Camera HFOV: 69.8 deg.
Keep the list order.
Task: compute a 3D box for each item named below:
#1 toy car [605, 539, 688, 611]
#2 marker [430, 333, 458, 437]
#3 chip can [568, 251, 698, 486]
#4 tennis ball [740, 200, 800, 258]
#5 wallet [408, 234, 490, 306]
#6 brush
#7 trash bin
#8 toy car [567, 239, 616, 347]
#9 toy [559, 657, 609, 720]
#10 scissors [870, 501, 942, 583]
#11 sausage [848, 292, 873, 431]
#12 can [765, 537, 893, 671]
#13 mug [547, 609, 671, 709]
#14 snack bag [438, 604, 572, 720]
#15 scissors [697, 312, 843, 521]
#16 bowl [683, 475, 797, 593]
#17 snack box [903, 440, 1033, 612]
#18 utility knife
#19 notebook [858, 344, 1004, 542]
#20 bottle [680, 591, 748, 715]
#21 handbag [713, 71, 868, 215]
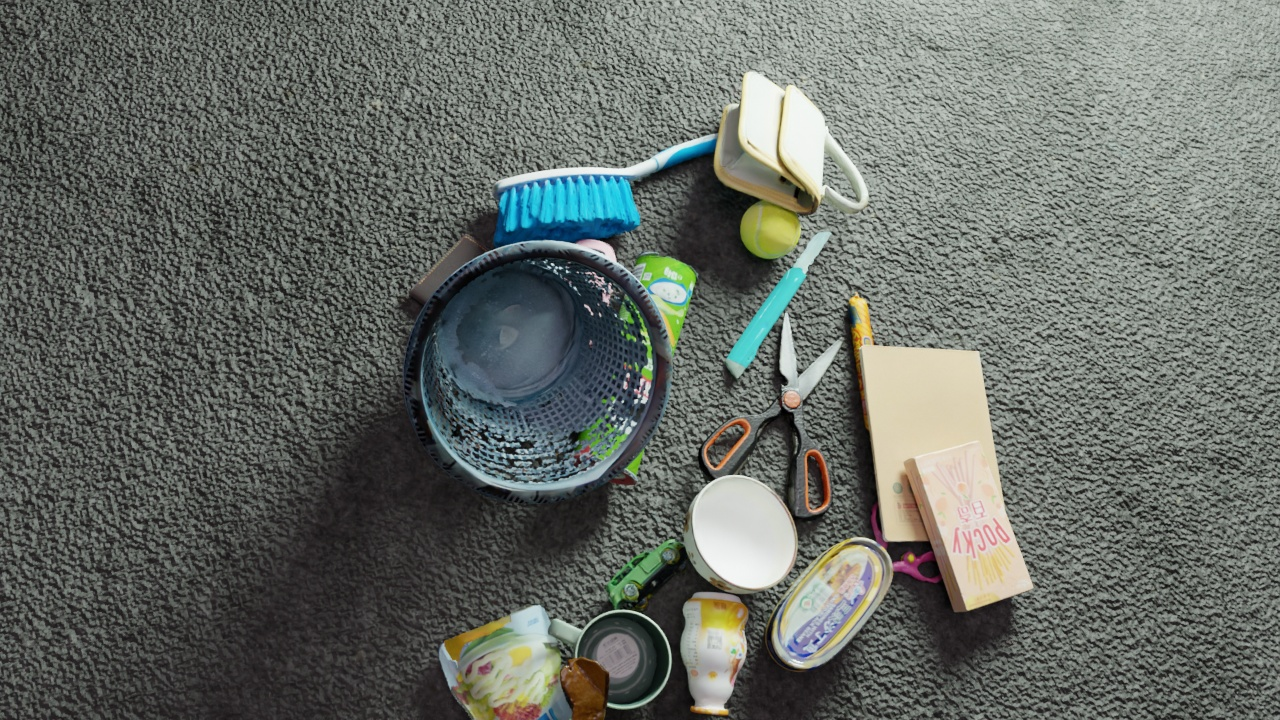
[{"bbox_3d":[0.007,0.208,0.890,0.091,0.043,0.036,-37,56,-8],"label":"toy car"},{"bbox_3d":[-0.209,0.017,0.945,0.022,0.020,0.132,-5,72,-25],"label":"marker"},{"bbox_3d":[-0.006,0.005,0.941,0.072,0.072,0.235,17,71,0],"label":"chip can"},{"bbox_3d":[0.142,-0.144,1.007,0.065,0.065,0.065,2,72,-5],"label":"tennis ball"},{"bbox_3d":[-0.169,-0.070,0.978,0.122,0.020,0.096,36,67,8],"label":"wallet"},{"bbox_3d":[-0.013,-0.194,1.018,0.314,0.061,0.109,-8,69,-11],"label":"brush"},{"bbox_3d":[-0.105,-0.009,0.849,0.226,0.195,0.227,-4,105,-15],"label":"trash bin"},{"bbox_3d":[-0.058,-0.073,0.980,0.056,0.037,0.122,9,72,-1],"label":"toy car"},{"bbox_3d":[-0.068,0.369,0.762,0.227,0.090,0.247,35,102,-22],"label":"toy"},{"bbox_3d":[0.245,0.198,0.932,0.133,0.017,0.128,-9,75,-6],"label":"scissors"},{"bbox_3d":[0.244,0.003,0.992,0.021,0.021,0.165,-2,72,-6],"label":"sausage"},{"bbox_3d":[0.182,0.235,0.888,0.074,0.049,0.148,42,78,13],"label":"can"},{"bbox_3d":[-0.032,0.266,0.834,0.112,0.106,0.082,24,72,2],"label":"mug"},{"bbox_3d":[-0.108,0.332,0.843,0.110,0.039,0.191,-18,78,-16],"label":"snack bag"},{"bbox_3d":[0.154,0.066,0.966,0.220,0.022,0.222,-27,78,-19],"label":"scissors"},{"bbox_3d":[0.088,0.175,0.891,0.113,0.062,0.113,12,57,-20],"label":"bowl"},{"bbox_3d":[0.329,0.165,0.925,0.084,0.026,0.157,-11,76,-20],"label":"snack box"},{"bbox_3d":[0.153,-0.065,1.008,0.029,0.013,0.209,25,71,32],"label":"utility knife"},{"bbox_3d":[0.309,0.086,0.965,0.147,0.008,0.207,2,71,-16],"label":"notebook"},{"bbox_3d":[0.068,0.275,0.863,0.063,0.063,0.108,7,71,-3],"label":"bottle"},{"bbox_3d":[0.177,-0.232,1.014,0.178,0.063,0.163,22,47,-11],"label":"handbag"}]
